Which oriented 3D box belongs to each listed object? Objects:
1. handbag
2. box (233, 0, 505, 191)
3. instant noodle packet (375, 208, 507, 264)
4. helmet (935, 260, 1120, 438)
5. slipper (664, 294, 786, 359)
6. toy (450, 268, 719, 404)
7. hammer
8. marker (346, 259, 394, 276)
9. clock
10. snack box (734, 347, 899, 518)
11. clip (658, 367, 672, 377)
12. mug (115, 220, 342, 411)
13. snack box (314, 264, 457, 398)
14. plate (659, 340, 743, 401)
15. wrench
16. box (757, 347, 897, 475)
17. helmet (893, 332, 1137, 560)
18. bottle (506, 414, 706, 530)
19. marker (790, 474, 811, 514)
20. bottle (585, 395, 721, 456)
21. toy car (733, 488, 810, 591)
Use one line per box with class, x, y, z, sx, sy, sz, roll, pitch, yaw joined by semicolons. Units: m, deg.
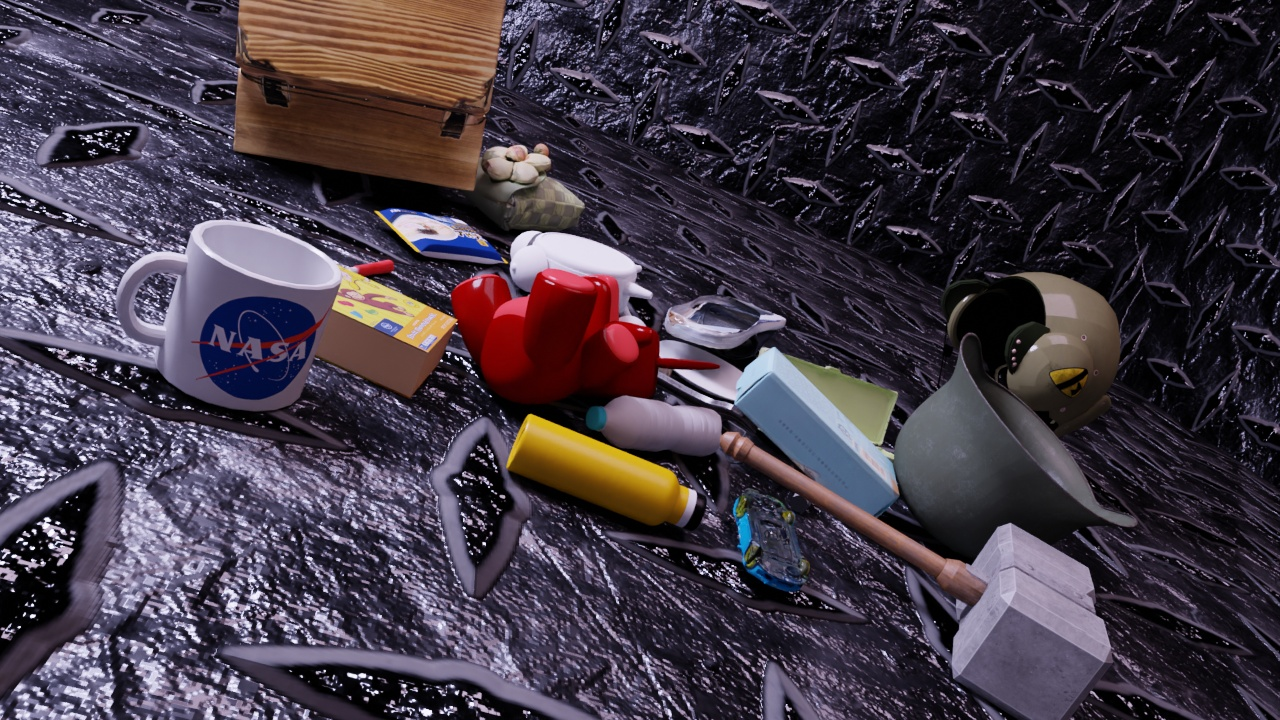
handbag;-0.157;-0.242;1.268;0.113;0.117;0.186;36;22;29
box;-0.310;-0.396;1.073;0.279;0.337;0.286;8;26;-19
instant noodle packet;-0.223;-0.138;1.036;0.087;0.026;0.134;41;23;30
helmet;0.546;0.003;1.295;0.232;0.256;0.250;16;22;-19
slipper;0.102;-0.035;1.134;0.111;0.063;0.263;20;14;18
toy;-0.050;-0.016;0.792;0.159;0.120;0.197;-2;-9;43
hammer;0.202;0.144;0.742;0.318;0.083;0.162;31;18;13
marker;-0.268;-0.079;0.833;0.013;0.013;0.142;30;18;10
clock;-0.075;-0.095;1.071;0.161;0.073;0.125;14;20;-13
snack box;0.167;0.071;0.869;0.174;0.053;0.074;45;20;-6
clip;0.003;0.003;0.959;0.049;0.026;0.061;9;23;-39
mug;-0.262;-0.032;0.579;0.121;0.090;0.091;12;23;-38
snack box;-0.218;-0.029;0.713;0.126;0.040;0.088;25;18;-5
plate;0.076;0.016;1.042;0.134;0.011;0.134;24;18;-8
wrench;-0.005;0.005;0.910;0.273;0.010;0.070;29;-19;13
box;0.208;0.060;0.977;0.187;0.098;0.082;16;5;-23
helmet;0.344;0.109;0.908;0.267;0.154;0.227;-3;53;-54
bottle;-0.022;0.085;0.662;0.143;0.043;0.043;23;18;-10
marker;0.163;0.115;0.878;0.016;0.016;0.140;30;18;12
bottle;0.012;0.056;0.788;0.136;0.044;0.044;11;24;-40
toy car;0.095;0.138;0.694;0.048;0.032;0.105;22;24;-14
